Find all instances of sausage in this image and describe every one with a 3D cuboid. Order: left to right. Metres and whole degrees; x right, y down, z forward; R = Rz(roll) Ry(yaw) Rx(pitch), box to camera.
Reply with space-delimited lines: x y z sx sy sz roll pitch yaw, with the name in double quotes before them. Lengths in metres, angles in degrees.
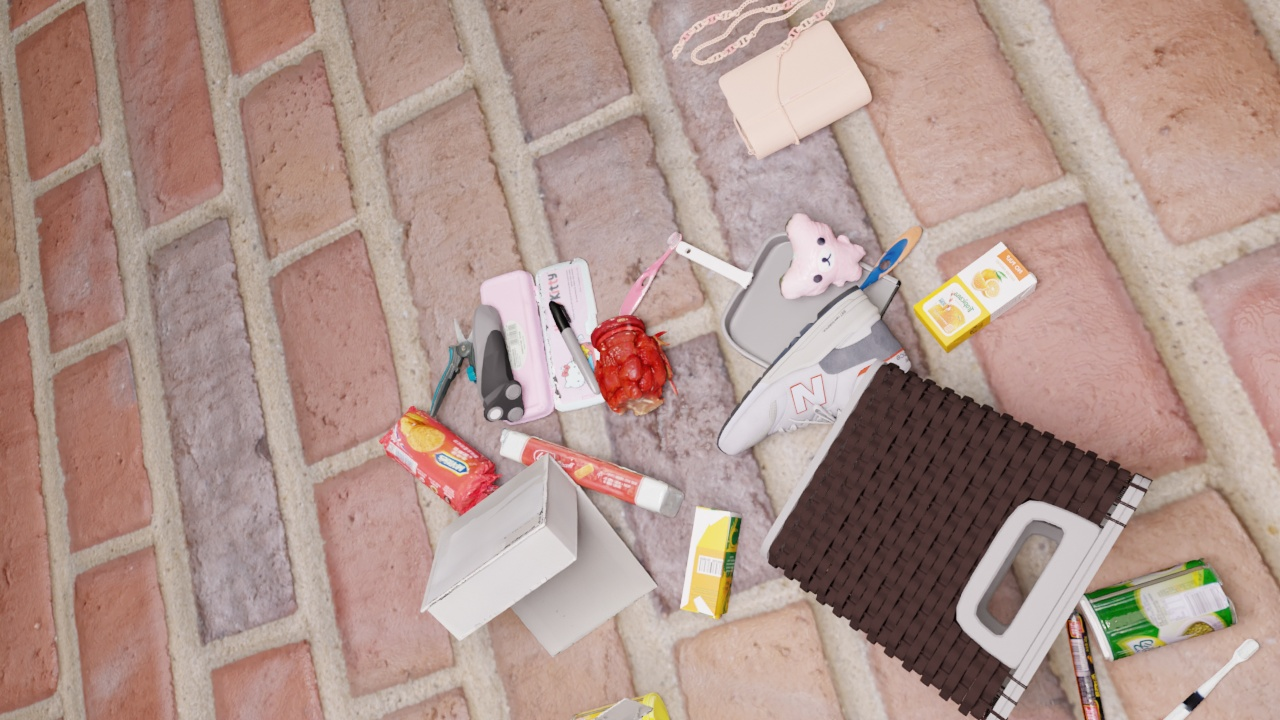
"sausage" 0.447 0.322 0.917 0.020 0.020 0.155 -10 76 18

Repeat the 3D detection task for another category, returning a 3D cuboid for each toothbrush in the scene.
"toothbrush" 0.011 -0.107 1.169 0.021 0.016 0.135 36 92 31
"toothbrush" 0.276 -0.104 1.058 0.021 0.017 0.135 43 86 11
"toothbrush" 0.526 0.337 0.887 0.187 0.017 0.012 -48 54 6

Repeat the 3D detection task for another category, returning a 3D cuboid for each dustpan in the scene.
"dustpan" 0.155 -0.081 1.101 0.258 0.033 0.163 30 90 23

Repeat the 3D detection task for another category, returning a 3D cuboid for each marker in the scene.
"marker" -0.081 -0.018 1.162 0.022 0.016 0.138 -22 75 -27

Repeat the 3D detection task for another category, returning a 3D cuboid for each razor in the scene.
"razor" -0.185 0.001 1.160 0.060 0.057 0.156 -42 57 38

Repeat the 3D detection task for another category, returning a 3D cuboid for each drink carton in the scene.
"drink carton" 0.081 0.232 1.050 0.041 0.058 0.122 6 81 21
"drink carton" 0.372 -0.071 1.015 0.122 0.040 0.058 -37 69 10

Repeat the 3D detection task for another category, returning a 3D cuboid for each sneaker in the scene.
"sneaker" 0.200 0.042 1.017 0.124 0.088 0.240 42 103 15

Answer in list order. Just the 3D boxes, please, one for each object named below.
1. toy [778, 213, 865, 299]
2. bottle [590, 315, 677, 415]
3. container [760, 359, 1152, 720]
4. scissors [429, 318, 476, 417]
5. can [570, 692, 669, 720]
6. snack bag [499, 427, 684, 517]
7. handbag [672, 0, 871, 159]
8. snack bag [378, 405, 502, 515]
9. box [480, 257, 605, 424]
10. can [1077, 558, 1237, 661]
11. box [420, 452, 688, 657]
"toy" 0.210 -0.116 1.055 0.096 0.052 0.099 6 93 0
"bottle" -0.007 0.007 1.118 0.099 0.099 0.111 -25 61 14
"container" 0.296 0.167 0.888 0.244 0.245 0.247 31 91 26
"scissors" -0.237 0.017 1.200 0.118 0.019 0.148 -29 69 10
"can" -0.021 0.424 1.043 0.105 0.067 0.067 -21 72 15
"snack bag" -0.061 0.136 1.112 0.225 0.077 0.041 15 81 22
"handbag" 0.160 -0.336 1.069 0.199 0.187 0.116 -26 64 8
"snack bag" -0.259 0.132 1.191 0.176 0.082 0.082 33 91 24
"box" -0.128 -0.027 1.192 0.154 0.041 0.201 -15 75 16
"can" 0.498 0.242 0.890 0.121 0.067 0.067 -23 72 14
"box" -0.087 0.252 1.126 0.167 0.446 0.164 -36 58 10
